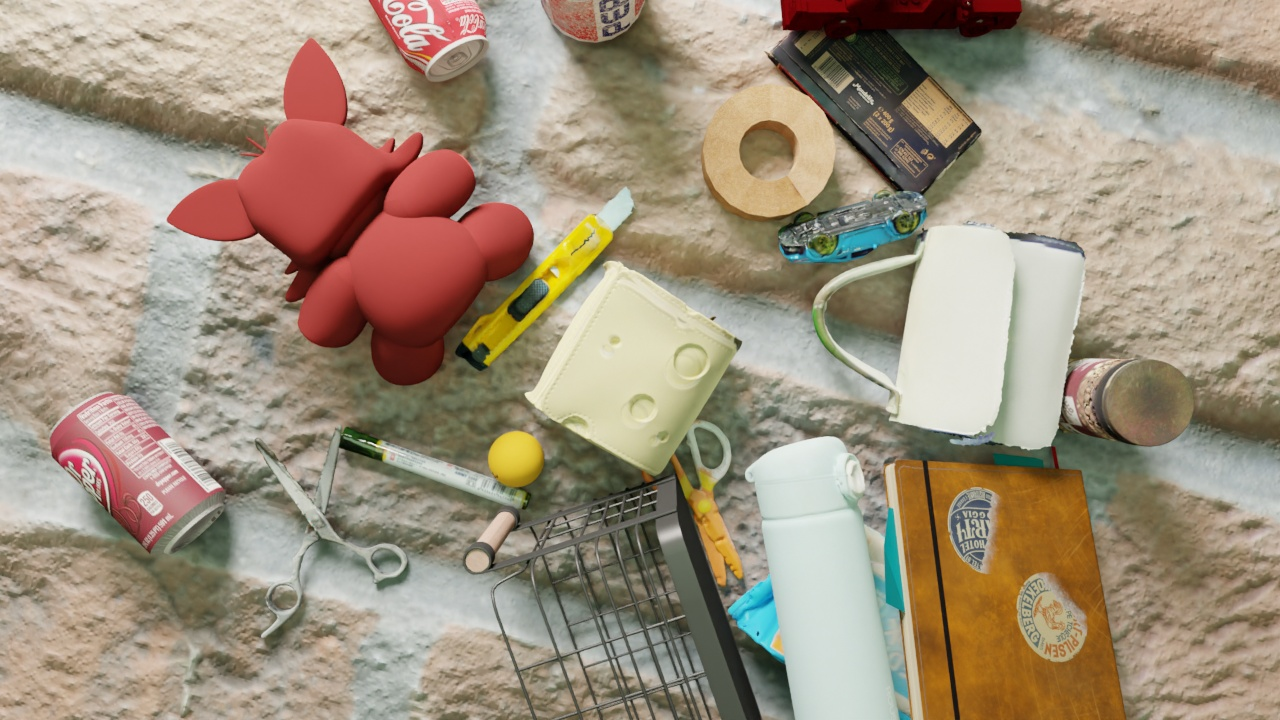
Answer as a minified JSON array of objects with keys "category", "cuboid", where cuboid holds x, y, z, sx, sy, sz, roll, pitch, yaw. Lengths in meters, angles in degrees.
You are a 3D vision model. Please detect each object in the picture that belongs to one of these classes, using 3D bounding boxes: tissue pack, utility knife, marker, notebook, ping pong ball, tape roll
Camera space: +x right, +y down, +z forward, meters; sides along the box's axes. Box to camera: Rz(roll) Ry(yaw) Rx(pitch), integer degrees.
[{"category":"tissue pack","cuboid":[0.177,0.192,0.652,0.209,0.066,0.117,31,90,1]},{"category":"utility knife","cuboid":[-0.068,-0.061,0.673,0.030,0.017,0.175,44,88,-10]},{"category":"marker","cuboid":[-0.151,0.080,0.674,0.146,0.017,0.017,19,91,0]},{"category":"notebook","cuboid":[0.237,0.176,0.605,0.178,0.014,0.249,5,71,-19]},{"category":"ping pong ball","cuboid":[-0.089,0.071,0.661,0.040,0.040,0.040,0,91,0]},{"category":"tape roll","cuboid":[0.091,-0.149,0.662,0.094,0.027,0.094,0,91,0]}]

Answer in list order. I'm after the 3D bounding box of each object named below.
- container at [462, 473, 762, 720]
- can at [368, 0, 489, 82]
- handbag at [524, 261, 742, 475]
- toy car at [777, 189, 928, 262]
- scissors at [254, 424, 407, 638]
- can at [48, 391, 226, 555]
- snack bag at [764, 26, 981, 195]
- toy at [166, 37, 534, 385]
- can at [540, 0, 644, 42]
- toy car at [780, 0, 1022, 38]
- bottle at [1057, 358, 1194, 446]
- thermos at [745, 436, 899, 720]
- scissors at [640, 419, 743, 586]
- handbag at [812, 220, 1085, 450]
[{"category":"container","cuboid":[-0.005,0.202,0.598,0.130,0.162,0.241,-19,93,3]},{"category":"can","cuboid":[-0.155,-0.255,0.643,0.064,0.064,0.105,-31,91,1]},{"category":"handbag","cuboid":[-0.004,0.004,0.639,0.111,0.081,0.119,31,88,-3]},{"category":"toy car","cuboid":[0.151,-0.092,0.652,0.105,0.048,0.032,-17,120,5]},{"category":"scissors","cuboid":[-0.243,0.130,0.671,0.141,0.014,0.172,36,96,-9]},{"category":"can","cuboid":[-0.356,0.080,0.651,0.114,0.063,0.063,45,91,-1]},{"category":"snack bag","cuboid":[0.171,-0.193,0.665,0.074,0.018,0.155,-44,91,0]},{"category":"toy","cuboid":[-0.187,-0.090,0.621,0.197,0.120,0.158,39,93,-10]},{"category":"can","cuboid":[-0.035,-0.269,0.606,0.078,0.136,0.078,0,91,0]},{"category":"toy car","cuboid":[0.184,-0.265,0.631,0.169,0.062,0.070,-3,84,-8]},{"category":"bottle","cuboid":[0.319,0.026,0.626,0.056,0.105,0.056,0,91,0]},{"category":"thermos","cuboid":[0.120,0.154,0.591,0.078,0.065,0.206,-15,82,43]},{"category":"scissors","cuboid":[0.053,0.105,0.676,0.073,0.012,0.131,-28,90,2]},{"category":"handbag","cuboid":[0.209,-0.021,0.642,0.176,0.074,0.151,10,91,1]}]
